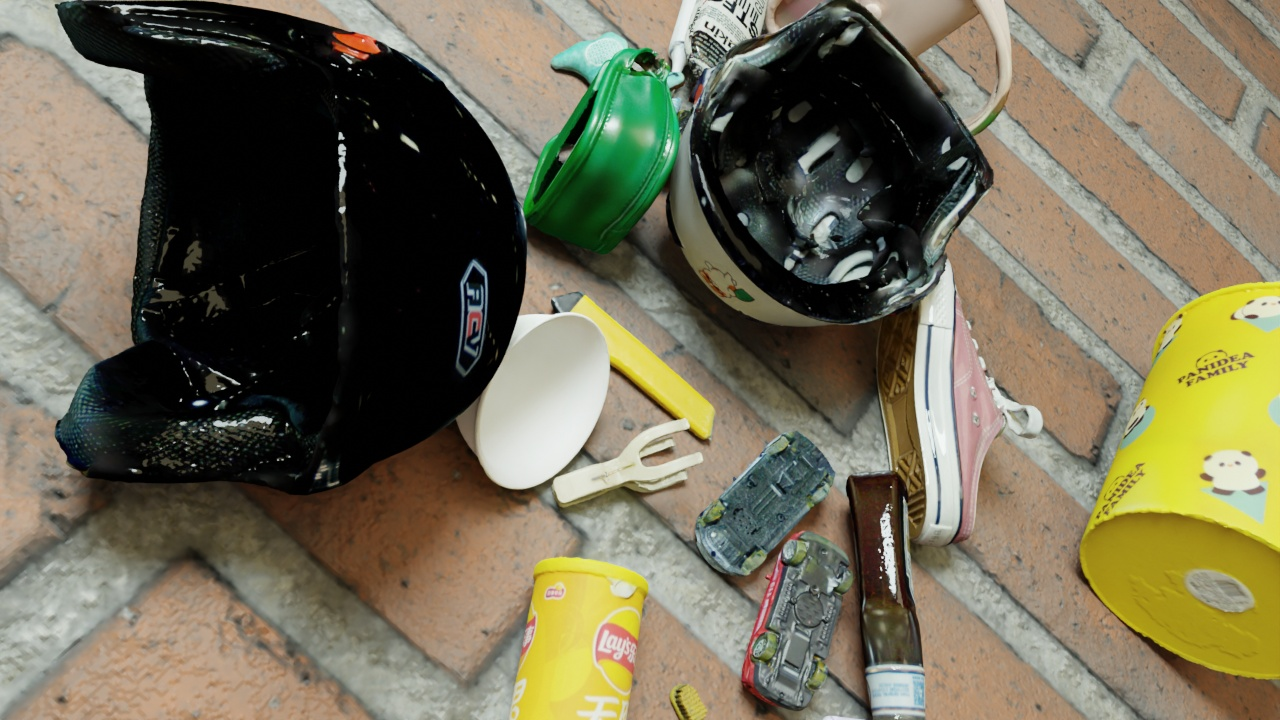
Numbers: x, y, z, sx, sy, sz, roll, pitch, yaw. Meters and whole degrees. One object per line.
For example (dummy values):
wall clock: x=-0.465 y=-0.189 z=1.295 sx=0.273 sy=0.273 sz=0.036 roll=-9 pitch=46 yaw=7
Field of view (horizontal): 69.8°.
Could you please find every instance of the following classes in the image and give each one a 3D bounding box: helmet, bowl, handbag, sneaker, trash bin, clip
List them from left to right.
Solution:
helmet: x=-0.169 y=-0.056 z=0.478 sx=0.275 sy=0.234 sz=0.229 roll=29 pitch=26 yaw=38
bowl: x=-0.082 y=0.016 z=0.590 sx=0.065 sy=0.118 sz=0.118 roll=23 pitch=48 yaw=33
handbag: x=-0.026 y=-0.151 z=0.666 sx=0.068 sy=0.132 sz=0.120 roll=23 pitch=56 yaw=-20
clip: x=-0.002 y=0.068 z=0.613 sx=0.101 sy=0.095 sz=0.035 roll=-6 pitch=69 yaw=-40
helmet: x=0.123 y=-0.132 z=0.714 sx=0.230 sy=0.157 sz=0.273 roll=45 pitch=65 yaw=-7
handbag: x=0.245 y=-0.305 z=0.846 sx=0.234 sy=0.194 sz=0.093 roll=48 pitch=57 yaw=-10
sneaker: x=0.247 y=0.027 z=0.729 sx=0.088 sy=0.118 sz=0.240 roll=4 pitch=72 yaw=-8
trash bin: x=0.504 y=0.100 z=0.757 sx=0.229 sy=0.230 sz=0.254 roll=45 pitch=61 yaw=0

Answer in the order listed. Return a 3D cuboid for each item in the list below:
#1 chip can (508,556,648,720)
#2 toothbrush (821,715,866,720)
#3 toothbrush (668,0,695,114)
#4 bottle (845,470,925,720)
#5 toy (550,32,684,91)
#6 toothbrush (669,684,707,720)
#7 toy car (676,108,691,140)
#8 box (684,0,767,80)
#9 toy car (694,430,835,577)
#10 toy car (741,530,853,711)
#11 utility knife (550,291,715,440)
chip can: x=-0.045 y=0.223 z=0.515 sx=0.072 sy=0.072 sz=0.213 roll=19 pitch=61 yaw=-17
toothbrush: x=0.210 y=0.264 z=0.649 sx=0.189 sy=0.029 sz=0.021 roll=12 pitch=100 yaw=-20
toothbrush: x=0.043 y=-0.297 z=0.831 sx=0.026 sy=0.027 sz=0.220 roll=2 pitch=57 yaw=20
bottle: x=0.173 y=0.178 z=0.638 sx=0.044 sy=0.080 sz=0.194 roll=-8 pitch=61 yaw=17
toy: x=-0.014 y=-0.234 z=0.768 sx=0.096 sy=0.030 sz=0.092 roll=-27 pitch=83 yaw=-12
toothbrush: x=0.069 y=0.290 z=0.569 sx=0.015 sy=0.017 sz=0.190 roll=-22 pitch=77 yaw=-29
toy car: x=0.039 y=-0.184 z=0.766 sx=0.105 sy=0.048 sz=0.032 roll=-48 pitch=121 yaw=-35
box: x=0.080 y=-0.303 z=0.816 sx=0.069 sy=0.052 sz=0.163 roll=27 pitch=58 yaw=-18
toy car: x=0.089 y=0.102 z=0.658 sx=0.120 sy=0.037 sz=0.054 roll=-41 pitch=88 yaw=-24
toy car: x=0.104 y=0.175 z=0.624 sx=0.053 sy=0.045 sz=0.120 roll=33 pitch=61 yaw=-11
utility knife: x=-0.004 y=0.004 z=0.672 sx=0.156 sy=0.015 sz=0.033 roll=41 pitch=62 yaw=-4
